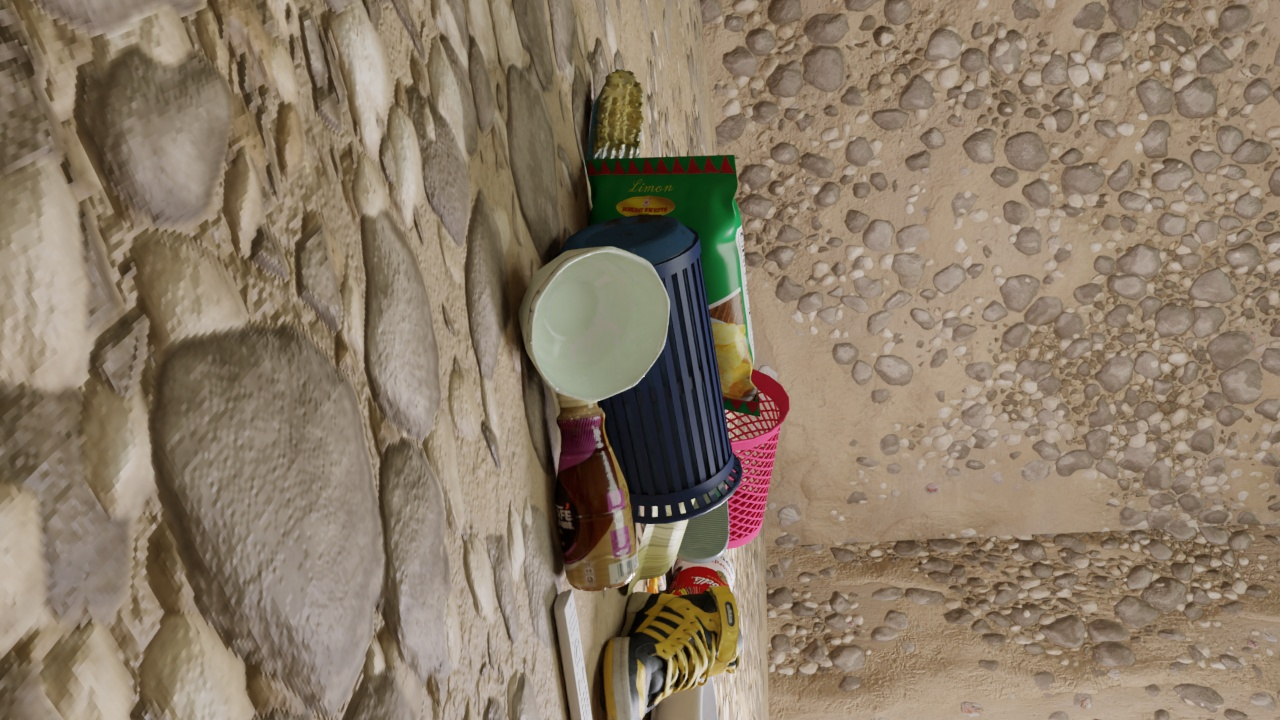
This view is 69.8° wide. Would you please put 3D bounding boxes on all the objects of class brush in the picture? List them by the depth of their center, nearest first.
[{"bbox_3d":[-0.027,-0.249,0.997,0.075,0.055,0.135,109,-14,-53],"label":"brush"}]

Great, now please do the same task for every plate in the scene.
[{"bbox_3d":[0.033,0.168,0.986,0.184,0.036,0.184,20,88,-83],"label":"plate"}]

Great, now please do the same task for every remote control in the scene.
[{"bbox_3d":[-0.052,0.247,0.725,0.033,0.012,0.131,-65,149,-75],"label":"remote control"}]

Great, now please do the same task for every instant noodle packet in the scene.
[{"bbox_3d":[0.029,-0.076,0.919,0.090,0.196,0.253,-25,115,-41],"label":"instant noodle packet"}]

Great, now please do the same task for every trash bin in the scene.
[{"bbox_3d":[0.006,0.004,0.822,0.139,0.139,0.250,-75,156,-63],"label":"trash bin"}]

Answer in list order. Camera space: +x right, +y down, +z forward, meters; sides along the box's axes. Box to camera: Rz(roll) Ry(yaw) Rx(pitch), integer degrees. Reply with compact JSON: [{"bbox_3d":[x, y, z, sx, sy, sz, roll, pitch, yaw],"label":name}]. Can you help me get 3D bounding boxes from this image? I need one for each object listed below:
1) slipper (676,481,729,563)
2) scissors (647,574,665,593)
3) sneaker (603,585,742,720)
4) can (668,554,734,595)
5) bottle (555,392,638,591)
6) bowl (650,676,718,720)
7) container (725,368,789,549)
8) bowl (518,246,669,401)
[{"bbox_3d":[0.066,0.135,1.147,0.055,0.098,0.268,85,-3,-51],"label":"slipper"},{"bbox_3d":[0.017,0.253,1.119,0.128,0.011,0.125,53,32,-73],"label":"scissors"},{"bbox_3d":[0.037,0.292,0.904,0.238,0.122,0.086,-48,131,-78],"label":"sneaker"},{"bbox_3d":[0.080,0.315,1.239,0.116,0.087,0.087,-61,145,-72],"label":"can"},{"bbox_3d":[-0.041,0.096,0.732,0.059,0.060,0.166,-29,112,-79],"label":"bottle"},{"bbox_3d":[0.049,0.437,1.056,0.176,0.066,0.176,-4,89,-80],"label":"bowl"},{"bbox_3d":[0.118,0.150,1.332,0.182,0.183,0.226,-80,169,-56],"label":"container"},{"bbox_3d":[-0.042,-0.034,0.693,0.061,0.117,0.117,32,-42,54],"label":"bowl"}]
